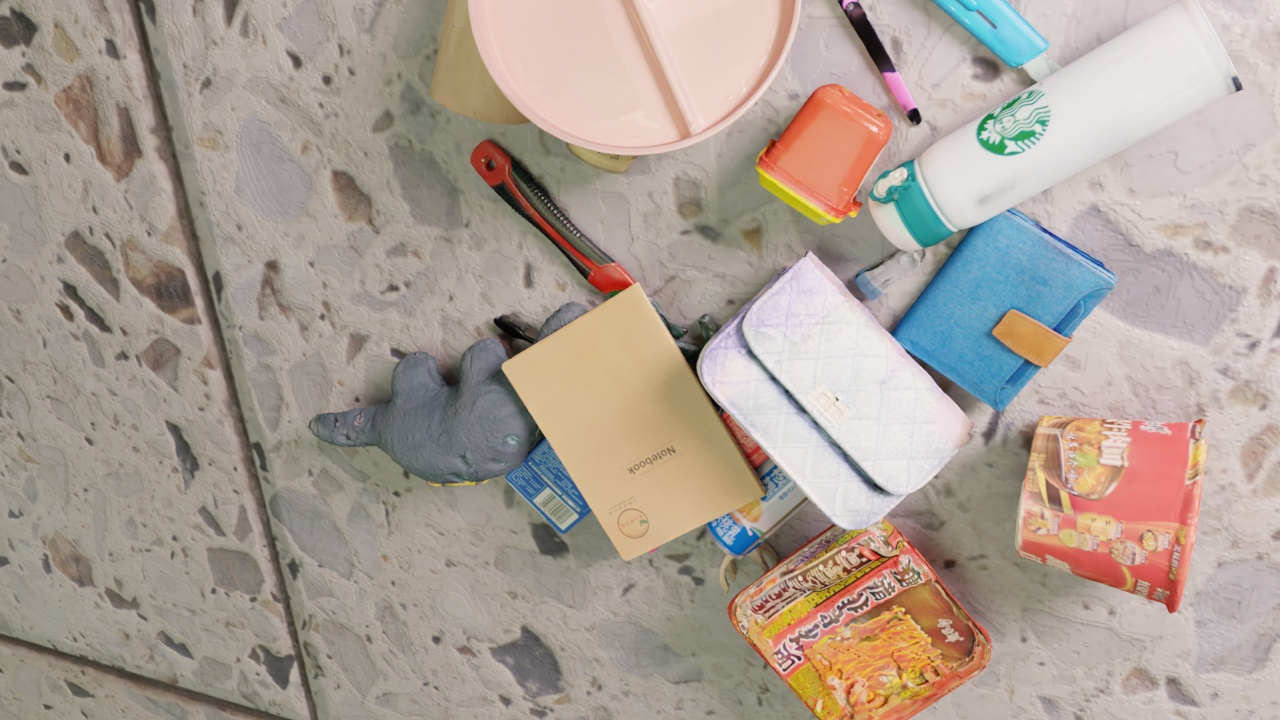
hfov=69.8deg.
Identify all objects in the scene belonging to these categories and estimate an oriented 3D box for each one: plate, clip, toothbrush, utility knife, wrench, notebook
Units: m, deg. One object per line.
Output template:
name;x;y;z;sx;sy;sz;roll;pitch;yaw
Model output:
plate;-0.005;-0.254;0.636;0.229;0.028;0.229;0;89;1
clip;0.193;-0.069;0.708;0.057;0.031;0.025;-36;95;37
toothbrush;-0.052;0.001;0.852;0.189;0.016;0.014;27;133;6
utility knife;0.232;-0.231;0.614;0.199;0.018;0.034;41;122;-2
wrench;-0.043;-0.091;0.798;0.273;0.016;0.056;41;123;0
clip;0.088;0.178;0.865;0.093;0.034;0.103;-29;96;30
toothbrush;0.148;-0.246;0.642;0.014;0.017;0.189;-29;102;25
notebook;-0.007;0.057;0.780;0.148;0.008;0.207;-29;96;21

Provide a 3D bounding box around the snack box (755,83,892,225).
snack box;0.135;-0.149;0.654;0.082;0.091;0.080;35;115;4

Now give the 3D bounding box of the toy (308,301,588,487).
toy;-0.174;0.052;0.879;0.357;0.091;0.138;-18;105;28

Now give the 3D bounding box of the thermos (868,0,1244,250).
thermos;0.258;-0.146;0.603;0.225;0.073;0.073;-29;101;34

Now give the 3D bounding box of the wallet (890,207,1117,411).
wallet;0.266;-0.038;0.683;0.106;0.040;0.133;36;124;8

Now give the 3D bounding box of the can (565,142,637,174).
can;-0.012;-0.207;0.703;0.058;0.058;0.117;31;122;6

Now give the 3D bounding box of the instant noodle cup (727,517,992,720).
instant noodle cup;0.190;0.225;0.801;0.165;0.079;0.189;-39;97;14

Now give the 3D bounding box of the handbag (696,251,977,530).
handbag;0.146;0.028;0.707;0.134;0.075;0.194;-44;93;1

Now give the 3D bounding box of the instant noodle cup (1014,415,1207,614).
instant noodle cup;0.340;0.104;0.669;0.109;0.137;0.138;9;118;28

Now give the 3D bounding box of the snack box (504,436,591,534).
snack box;-0.057;0.097;0.889;0.084;0.026;0.158;45;123;-3

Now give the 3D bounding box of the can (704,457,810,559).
can;0.118;0.111;0.793;0.053;0.053;0.135;43;111;-2

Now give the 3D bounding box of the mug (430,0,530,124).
mug;-0.094;-0.243;0.716;0.124;0.084;0.104;12;120;-11

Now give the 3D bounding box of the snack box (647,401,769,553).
snack box;0.055;0.092;0.823;0.058;0.057;0.208;42;122;-4
